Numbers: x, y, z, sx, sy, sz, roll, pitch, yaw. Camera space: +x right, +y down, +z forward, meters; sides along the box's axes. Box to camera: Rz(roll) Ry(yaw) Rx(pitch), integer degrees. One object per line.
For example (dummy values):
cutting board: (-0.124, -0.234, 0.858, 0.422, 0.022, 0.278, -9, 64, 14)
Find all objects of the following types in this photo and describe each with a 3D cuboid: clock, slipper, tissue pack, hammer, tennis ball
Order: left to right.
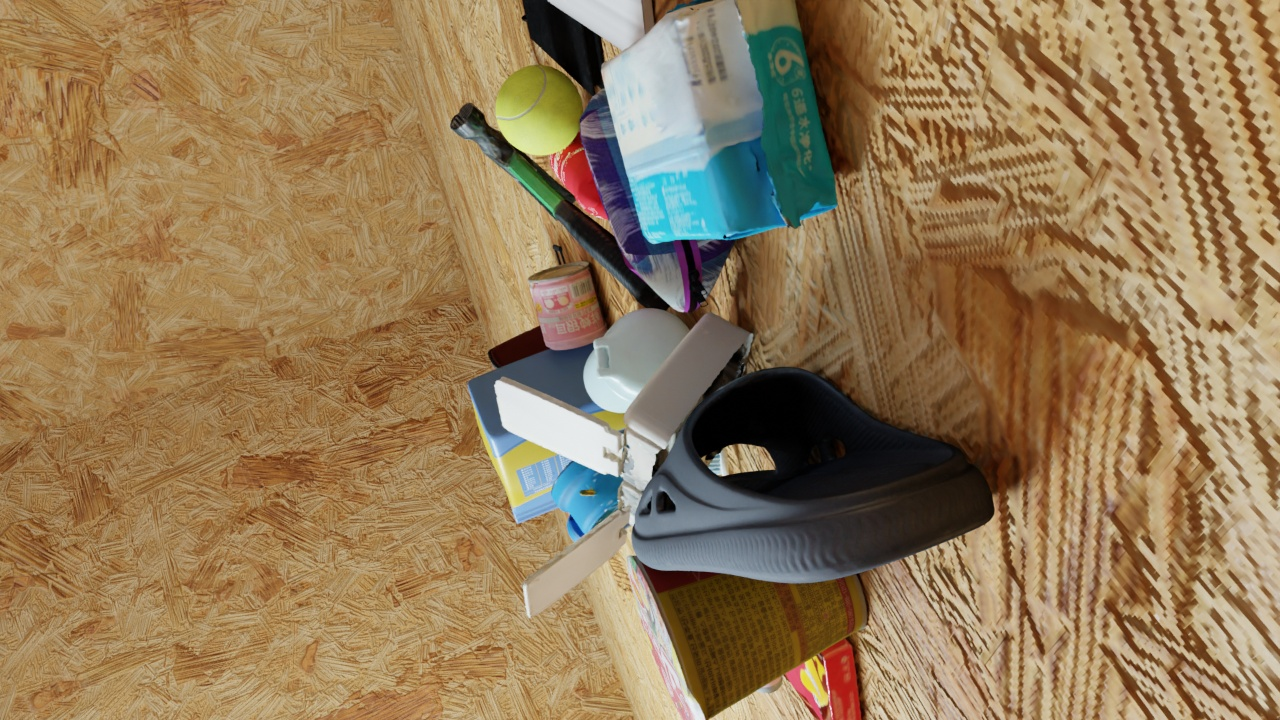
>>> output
tennis ball: (-0.076, -0.187, 0.688, 0.065, 0.065, 0.065, 160, 91, -79)
hammer: (-0.059, -0.122, 0.766, 0.130, 0.032, 0.318, 39, -175, -41)
clock: (-0.023, 0.128, 0.897, 0.060, 0.116, 0.162, 52, 162, 24)
tissue pack: (0.031, -0.101, 0.400, 0.144, 0.061, 0.093, -161, 55, -72)
slipper: (0.054, 0.048, 0.427, 0.268, 0.110, 0.083, 150, 104, -75)

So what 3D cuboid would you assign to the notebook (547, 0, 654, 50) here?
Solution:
notebook: (-0.038, -0.287, 0.510, 0.142, 0.009, 0.210, 49, 156, 44)

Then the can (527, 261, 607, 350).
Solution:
can: (-0.075, -0.056, 0.945, 0.067, 0.067, 0.076, -142, 36, -70)

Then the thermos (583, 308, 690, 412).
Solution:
thermos: (-0.004, 0.004, 0.702, 0.207, 0.078, 0.065, 144, 123, -80)

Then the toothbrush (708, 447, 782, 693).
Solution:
toothbrush: (0.077, 0.159, 0.689, 0.027, 0.026, 0.223, -86, -17, -65)

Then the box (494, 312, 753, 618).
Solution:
box: (-0.020, 0.050, 0.558, 0.101, 0.186, 0.145, 45, 153, 24)

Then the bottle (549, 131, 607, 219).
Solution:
bottle: (-0.045, -0.151, 0.717, 0.141, 0.042, 0.042, -124, 19, -54)

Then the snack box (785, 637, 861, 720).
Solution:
snack box: (0.104, 0.182, 0.612, 0.133, 0.021, 0.089, -129, 24, -60)

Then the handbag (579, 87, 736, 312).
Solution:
handbag: (0.006, -0.090, 0.559, 0.170, 0.068, 0.144, 117, 134, -83)

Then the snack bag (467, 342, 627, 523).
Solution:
snack bag: (-0.085, 0.090, 1.002, 0.205, 0.159, 0.102, 81, 164, -45)

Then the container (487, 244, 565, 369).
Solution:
container: (-0.115, -0.018, 1.082, 0.201, 0.127, 0.148, 67, 170, -15)

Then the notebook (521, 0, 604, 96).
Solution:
notebook: (-0.075, -0.324, 0.646, 0.169, 0.019, 0.232, -125, 19, -50)

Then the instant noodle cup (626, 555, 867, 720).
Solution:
instant noodle cup: (0.060, 0.139, 0.519, 0.100, 0.112, 0.100, 160, 91, -79)
